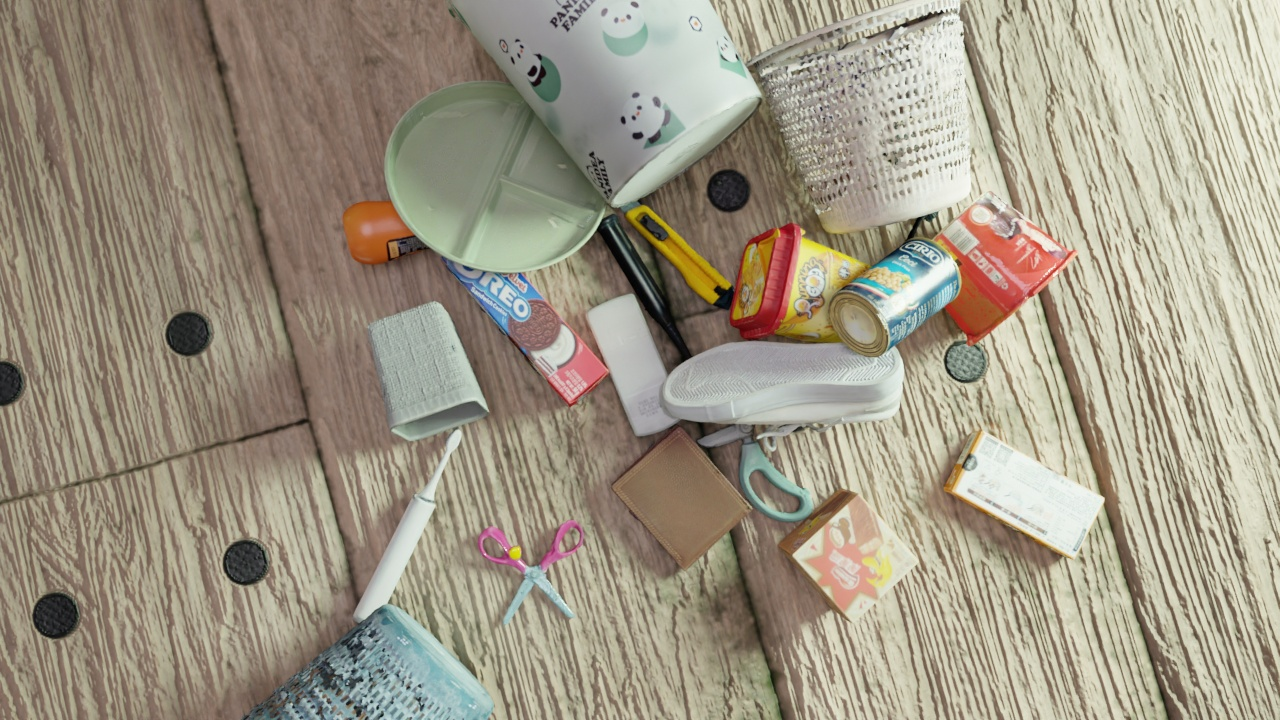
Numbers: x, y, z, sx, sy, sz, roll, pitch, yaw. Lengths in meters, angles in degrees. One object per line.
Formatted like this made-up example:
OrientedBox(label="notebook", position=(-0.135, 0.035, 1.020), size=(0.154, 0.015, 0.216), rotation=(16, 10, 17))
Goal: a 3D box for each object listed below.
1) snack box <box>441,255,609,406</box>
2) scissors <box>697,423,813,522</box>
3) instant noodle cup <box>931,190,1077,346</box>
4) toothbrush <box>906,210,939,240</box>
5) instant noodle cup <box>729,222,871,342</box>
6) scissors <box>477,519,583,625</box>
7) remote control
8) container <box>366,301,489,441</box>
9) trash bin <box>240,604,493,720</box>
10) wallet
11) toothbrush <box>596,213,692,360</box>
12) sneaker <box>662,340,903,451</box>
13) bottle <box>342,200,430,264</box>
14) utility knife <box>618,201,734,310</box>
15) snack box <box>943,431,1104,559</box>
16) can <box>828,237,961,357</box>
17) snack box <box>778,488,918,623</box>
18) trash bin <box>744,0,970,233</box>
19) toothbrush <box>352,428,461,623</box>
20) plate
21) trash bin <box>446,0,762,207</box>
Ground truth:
OrientedBox(label="snack box", position=(-0.121, -0.046, 0.962), size=(0.057, 0.058, 0.207), rotation=(-41, 88, -7))
OrientedBox(label="scissors", position=(0.157, 0.081, 0.984), size=(0.170, 0.019, 0.175), rotation=(-33, 87, -3))
OrientedBox(label="instant noodle cup", position=(0.359, -0.102, 0.949), size=(0.138, 0.138, 0.108), rotation=(-41, 80, -4))
OrientedBox(label="toothbrush", position=(0.279, -0.100, 1.003), size=(0.017, 0.014, 0.189), rotation=(32, 87, -29))
OrientedBox(label="instant noodle cup", position=(0.172, -0.070, 0.953), size=(0.123, 0.116, 0.116), rotation=(14, 84, -13))
OrientedBox(label="scissors", position=(-0.109, 0.218, 0.967), size=(0.136, 0.017, 0.133), rotation=(-42, 93, -5))
OrientedBox(label="remote control", position=(-0.006, 0.006, 0.980), size=(0.058, 0.021, 0.150), rotation=(-22, 87, -4))
OrientedBox(label="container", position=(-0.219, 0.010, 0.935), size=(0.090, 0.090, 0.114), rotation=(-19, 77, -4))
OrientedBox(label="trash bin", position=(-0.255, 0.352, 0.868), size=(0.226, 0.227, 0.194), rotation=(44, 73, 1))
OrientedBox(label="wallet", position=(0.042, 0.145, 0.970), size=(0.101, 0.032, 0.124), rotation=(-42, 88, -1))
OrientedBox(label="toothbrush", position=(0.015, -0.060, 0.983), size=(0.027, 0.026, 0.212), rotation=(-30, 89, -24))
OrientedBox(label="sneaker", position=(0.146, 0.037, 0.943), size=(0.242, 0.091, 0.089), rotation=(-5, 46, 14))
OrientedBox(label="bottle", position=(-0.232, -0.144, 0.965), size=(0.149, 0.067, 0.066), rotation=(-12, 87, -10))
OrientedBox(label="utility knife", position=(0.016, -0.138, 0.994), size=(0.230, 0.015, 0.033), rotation=(43, 84, 2))
OrientedBox(label="snack box", position=(0.411, 0.144, 0.984), size=(0.154, 0.026, 0.075), rotation=(29, 85, 0))
OrientedBox(label="can", position=(0.245, -0.060, 0.889), size=(0.111, 0.075, 0.075), rotation=(-34, 88, -24))
OrientedBox(label="snack box", position=(0.213, 0.199, 0.947), size=(0.094, 0.077, 0.093), rotation=(-41, 89, -4))
OrientedBox(label="trash bin", position=(0.236, -0.238, 0.924), size=(0.227, 0.227, 0.192), rotation=(-17, 100, -3))
OrientedBox(label="toothbrush", position=(-0.239, 0.172, 0.958), size=(0.026, 0.026, 0.221), rotation=(28, 85, -26))
OrientedBox(label="plate", position=(-0.147, -0.189, 0.950), size=(0.230, 0.028, 0.229), rotation=(6, 66, -13))
OrientedBox(label="trash bin", position=(-0.024, -0.306, 0.900), size=(0.229, 0.229, 0.252), rotation=(-35, 90, -4))
